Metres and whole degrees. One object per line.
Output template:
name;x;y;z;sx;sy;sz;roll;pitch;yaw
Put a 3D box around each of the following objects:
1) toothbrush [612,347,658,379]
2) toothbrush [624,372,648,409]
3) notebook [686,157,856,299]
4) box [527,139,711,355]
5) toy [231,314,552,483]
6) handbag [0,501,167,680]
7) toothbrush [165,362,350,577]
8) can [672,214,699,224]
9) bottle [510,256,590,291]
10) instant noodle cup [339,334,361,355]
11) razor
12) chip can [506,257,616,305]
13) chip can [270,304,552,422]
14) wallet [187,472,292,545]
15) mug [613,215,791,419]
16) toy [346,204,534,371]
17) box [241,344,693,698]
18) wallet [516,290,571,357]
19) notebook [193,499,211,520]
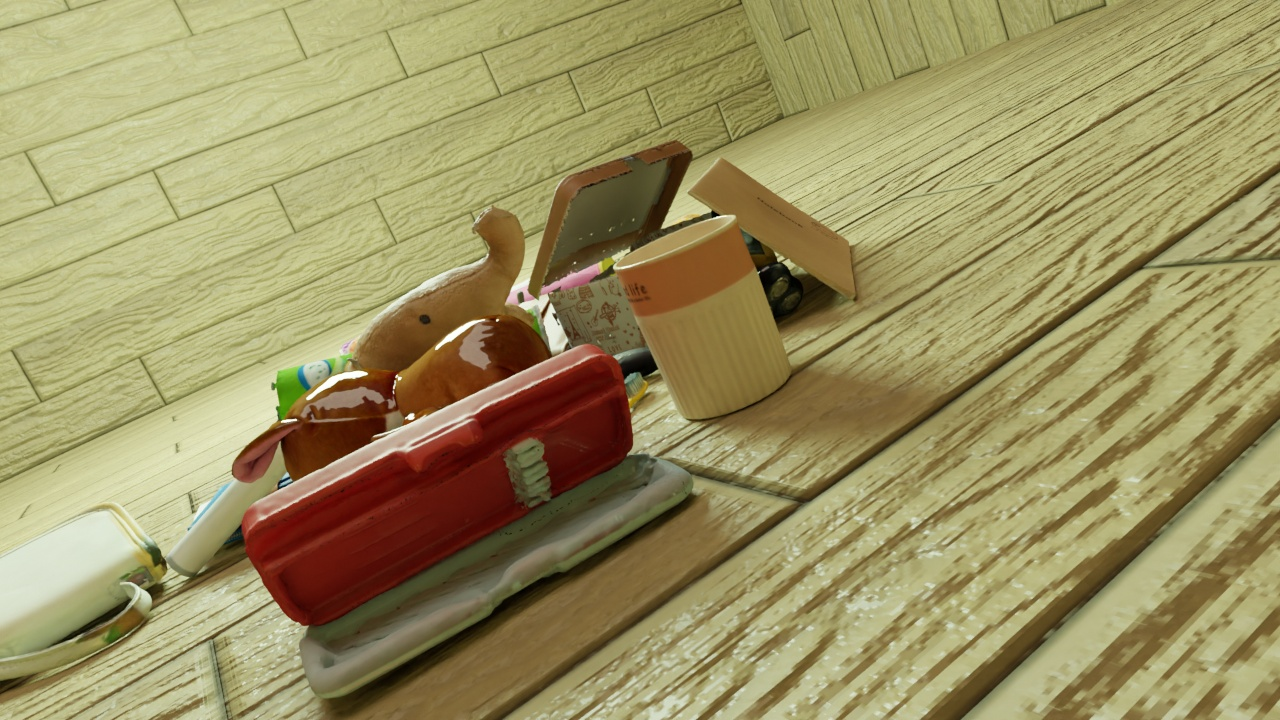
toothbrush;-0.004;0.004;0.711;0.213;0.027;0.026;-18;49;18
toothbrush;-0.028;0.048;0.592;0.016;0.018;0.190;-19;14;25
notebook;0.115;-0.118;0.770;0.008;0.148;0.207;-57;1;22
box;-0.005;-0.111;0.848;0.151;0.168;0.181;-9;19;42
toy;-0.144;0.049;0.586;0.200;0.130;0.140;-11;-14;8
handbag;-0.434;0.188;0.675;0.163;0.063;0.179;-33;31;-35
toothbrush;-0.279;0.075;0.704;0.221;0.027;0.026;-49;10;-1
can;0.043;-0.127;1.069;0.058;0.058;0.145;-17;15;27
bottle;-0.139;-0.067;1.132;0.197;0.068;0.068;-21;13;21
instant noodle cup;-0.228;0.006;0.884;0.099;0.111;0.112;-25;13;-15
razor;0.089;-0.088;0.753;0.067;0.062;0.167;14;34;-17
chip can;-0.121;-0.049;1.015;0.211;0.071;0.071;-20;14;14
chip can;-0.194;0.014;0.803;0.236;0.072;0.072;-14;12;-7
wallet;-0.301;0.106;0.770;0.133;0.040;0.106;-23;16;-2
mug;0.042;-0.031;0.591;0.082;0.106;0.114;-21;13;11
toy;-0.145;-0.010;0.675;0.143;0.082;0.227;-25;-26;-39
box;-0.075;0.082;0.446;0.201;0.095;0.099;-27;41;-20
wallet;-0.102;-0.028;0.918;0.131;0.035;0.118;-13;44;35
notebook;-0.325;0.108;0.872;0.209;0.012;0.150;-28;15;-14
